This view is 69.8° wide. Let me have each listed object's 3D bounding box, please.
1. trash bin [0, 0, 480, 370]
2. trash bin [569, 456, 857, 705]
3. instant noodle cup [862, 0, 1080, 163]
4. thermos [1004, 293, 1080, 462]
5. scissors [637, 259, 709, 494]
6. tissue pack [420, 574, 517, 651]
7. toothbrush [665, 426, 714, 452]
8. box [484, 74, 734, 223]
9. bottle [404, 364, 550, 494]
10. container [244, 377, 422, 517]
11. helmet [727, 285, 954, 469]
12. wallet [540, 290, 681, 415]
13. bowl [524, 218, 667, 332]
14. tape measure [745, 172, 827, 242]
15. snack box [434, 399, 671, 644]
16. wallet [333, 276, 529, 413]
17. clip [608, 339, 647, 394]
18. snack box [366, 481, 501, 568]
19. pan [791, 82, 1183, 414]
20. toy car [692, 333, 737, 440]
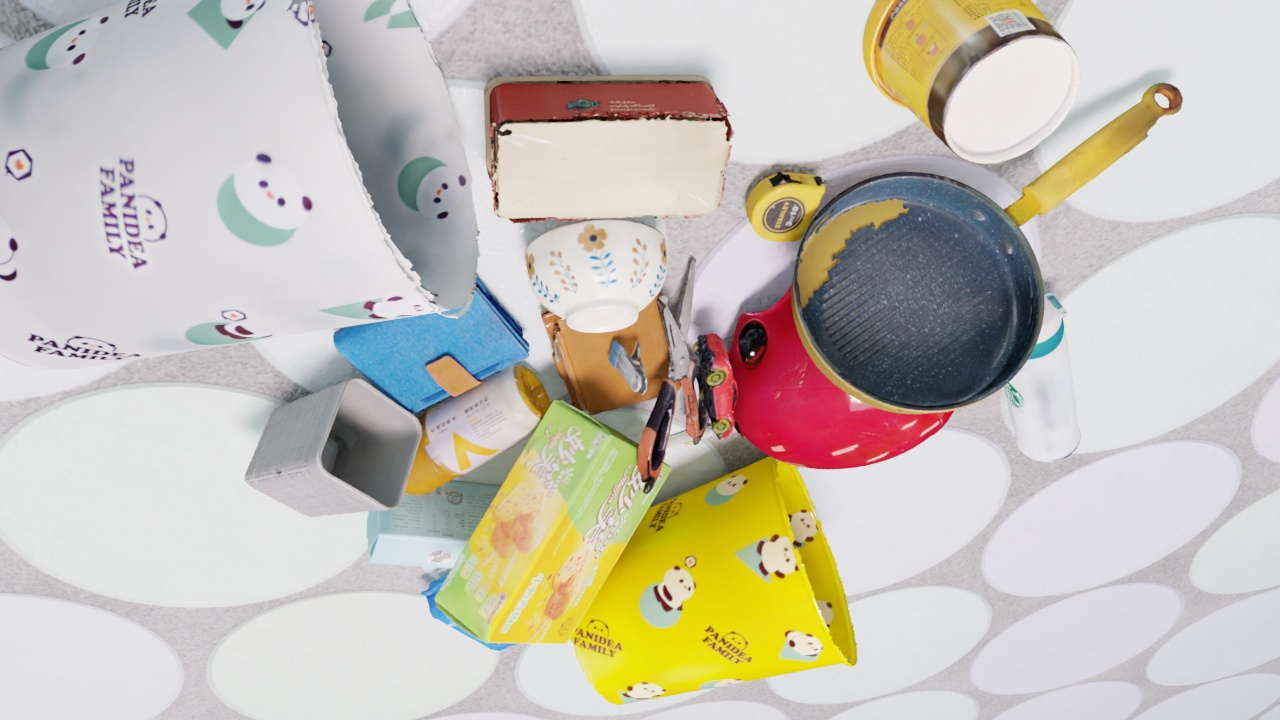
[{"bbox_3d":[-0.252,-0.109,0.539,0.252,0.229,0.230,-13,136,6],"label":"trash bin"},{"bbox_3d":[0.069,0.241,0.974,0.256,0.229,0.230,-21,136,14],"label":"trash bin"},{"bbox_3d":[0.230,-0.206,0.633,0.118,0.114,0.119,-7,135,-8],"label":"instant noodle cup"},{"bbox_3d":[0.403,0.019,0.938,0.073,0.073,0.224,-25,135,10],"label":"thermos"},{"bbox_3d":[0.035,0.019,0.833,0.188,0.015,0.227,7,100,-65],"label":"scissors"},{"bbox_3d":[-0.171,0.282,1.064,0.095,0.052,0.157,-27,134,16],"label":"tissue pack"},{"bbox_3d":[-0.013,0.104,0.952,0.191,0.016,0.018,-19,147,5],"label":"toothbrush"},{"bbox_3d":[-0.023,-0.145,0.653,0.168,0.080,0.091,-4,134,-10],"label":"box"},{"bbox_3d":[-0.173,0.072,0.841,0.190,0.068,0.068,-30,134,16],"label":"bottle"},{"bbox_3d":[-0.268,0.081,0.794,0.115,0.090,0.090,-14,140,32],"label":"container"},{"bbox_3d":[0.187,0.026,0.839,0.206,0.143,0.241,24,125,-35],"label":"helmet"},{"bbox_3d":[-0.024,-0.008,0.826,0.108,0.031,0.132,-16,135,-1],"label":"wallet"},{"bbox_3d":[-0.033,-0.059,0.719,0.113,0.062,0.113,-5,162,-2],"label":"bowl"},{"bbox_3d":[0.114,-0.126,0.744,0.057,0.028,0.060,2,134,-17],"label":"tape measure"},{"bbox_3d":[-0.074,0.156,0.847,0.210,0.070,0.157,-58,152,-3],"label":"snack box"},{"bbox_3d":[-0.175,-0.014,0.778,0.133,0.040,0.106,-25,131,13],"label":"wallet"},{"bbox_3d":[-0.006,0.007,0.784,0.045,0.058,0.027,4,126,-24],"label":"clip"},{"bbox_3d":[-0.184,0.167,0.928,0.174,0.074,0.052,9,132,-23],"label":"snack box"},{"bbox_3d":[0.282,-0.103,0.730,0.357,0.197,0.078,-36,170,-9],"label":"pan"},{"bbox_3d":[0.070,0.025,0.826,0.031,0.049,0.106,-12,131,-5],"label":"toy car"}]
